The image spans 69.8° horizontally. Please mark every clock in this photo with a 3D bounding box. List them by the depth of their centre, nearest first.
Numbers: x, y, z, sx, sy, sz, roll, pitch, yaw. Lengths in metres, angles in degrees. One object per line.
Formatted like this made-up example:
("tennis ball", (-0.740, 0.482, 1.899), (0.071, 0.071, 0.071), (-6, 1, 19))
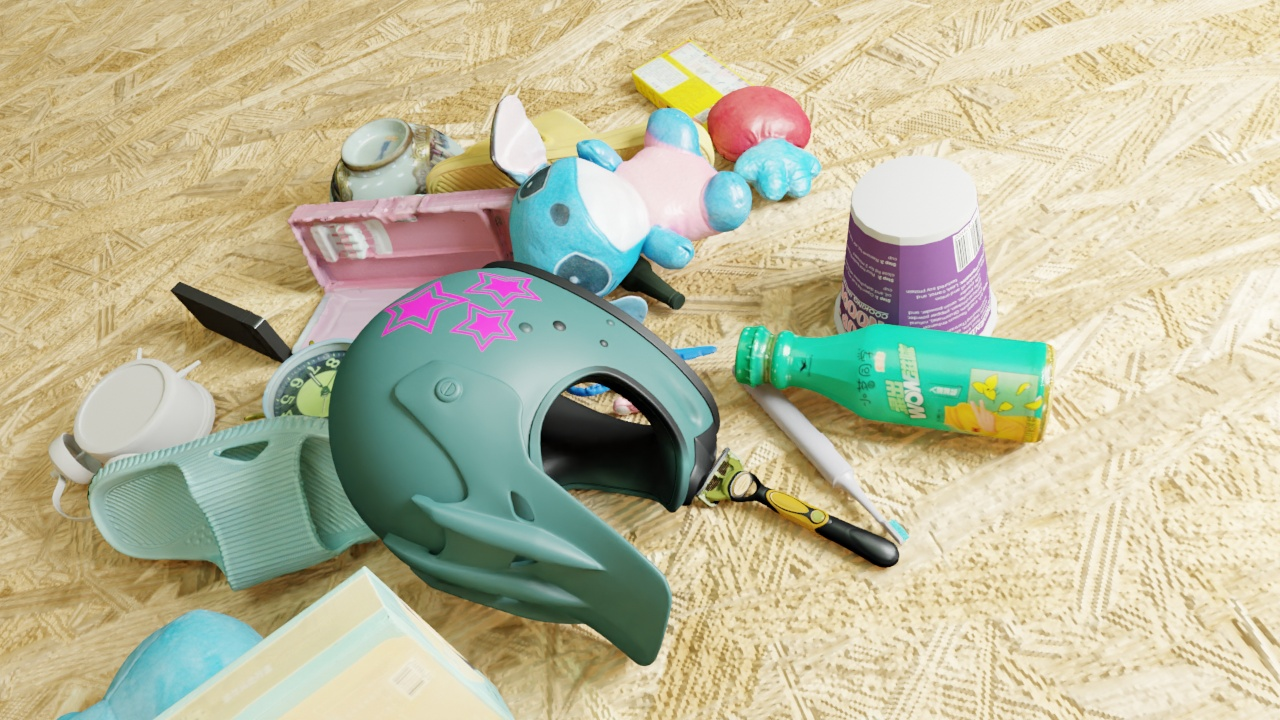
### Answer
("clock", (-0.235, 0.042, 0.752), (0.162, 0.060, 0.117), (14, 56, 22))
("clock", (-0.444, 0.070, 0.800), (0.120, 0.061, 0.158), (9, 61, 23))

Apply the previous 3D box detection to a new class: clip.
("clip", (0.003, 0.031, 0.711), (0.060, 0.023, 0.045), (20, 65, 31))

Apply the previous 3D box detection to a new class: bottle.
("bottle", (0.171, 0.009, 0.637), (0.210, 0.068, 0.067), (8, 55, 19))
("bottle", (-0.008, -0.077, 0.793), (0.033, 0.033, 0.123), (-42, 53, -17))

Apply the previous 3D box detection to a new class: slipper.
("slipper", (-0.311, 0.110, 0.689), (0.276, 0.116, 0.069), (-10, 14, 15))
("slipper", (-0.064, -0.180, 0.853), (0.263, 0.100, 0.078), (-9, 49, 5))

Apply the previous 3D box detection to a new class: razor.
("razor", (0.107, 0.103, 0.622), (0.144, 0.021, 0.044), (23, 62, 29))

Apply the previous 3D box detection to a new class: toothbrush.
("toothbrush", (0.124, 0.061, 0.650), (0.019, 0.018, 0.188), (-30, 50, -10))

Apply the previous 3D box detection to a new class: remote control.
("remote control", (-0.383, -0.036, 0.861), (0.133, 0.058, 0.013), (20, 60, 29))

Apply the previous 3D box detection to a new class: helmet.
("helmet", (-0.078, 0.065, 0.606), (0.275, 0.177, 0.199), (29, 51, 9))

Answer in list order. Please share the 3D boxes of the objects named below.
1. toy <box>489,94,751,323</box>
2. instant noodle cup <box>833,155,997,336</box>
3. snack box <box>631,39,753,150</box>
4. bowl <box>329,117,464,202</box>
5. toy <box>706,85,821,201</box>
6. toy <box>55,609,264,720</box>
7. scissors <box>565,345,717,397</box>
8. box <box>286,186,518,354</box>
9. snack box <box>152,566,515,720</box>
("toy", (-0.023, -0.134, 0.752), (0.191, 0.099, 0.224), (-27, 70, -8))
("instant noodle cup", (0.201, -0.081, 0.671), (0.122, 0.122, 0.136), (9, 56, 23))
("snack box", (0.060, -0.272, 0.932), (0.075, 0.025, 0.152), (-32, 50, -9))
("bowl", (-0.242, -0.181, 0.909), (0.160, 0.094, 0.159), (-8, 51, 10))
("toy", (0.114, -0.196, 0.835), (0.092, 0.062, 0.132), (-14, 64, -5))
("toy", (-0.311, 0.245, 0.584), (0.184, 0.115, 0.180), (0, 30, 45))
("scissors", (0.000, -0.001, 0.728), (0.125, 0.016, 0.123), (-9, 37, 12))
("box", (-0.210, -0.075, 0.816), (0.233, 0.107, 0.115), (-1, 43, 15))
("snack box", (-0.162, 0.209, 0.505), (0.141, 0.194, 0.044), (-35, 53, -11))
